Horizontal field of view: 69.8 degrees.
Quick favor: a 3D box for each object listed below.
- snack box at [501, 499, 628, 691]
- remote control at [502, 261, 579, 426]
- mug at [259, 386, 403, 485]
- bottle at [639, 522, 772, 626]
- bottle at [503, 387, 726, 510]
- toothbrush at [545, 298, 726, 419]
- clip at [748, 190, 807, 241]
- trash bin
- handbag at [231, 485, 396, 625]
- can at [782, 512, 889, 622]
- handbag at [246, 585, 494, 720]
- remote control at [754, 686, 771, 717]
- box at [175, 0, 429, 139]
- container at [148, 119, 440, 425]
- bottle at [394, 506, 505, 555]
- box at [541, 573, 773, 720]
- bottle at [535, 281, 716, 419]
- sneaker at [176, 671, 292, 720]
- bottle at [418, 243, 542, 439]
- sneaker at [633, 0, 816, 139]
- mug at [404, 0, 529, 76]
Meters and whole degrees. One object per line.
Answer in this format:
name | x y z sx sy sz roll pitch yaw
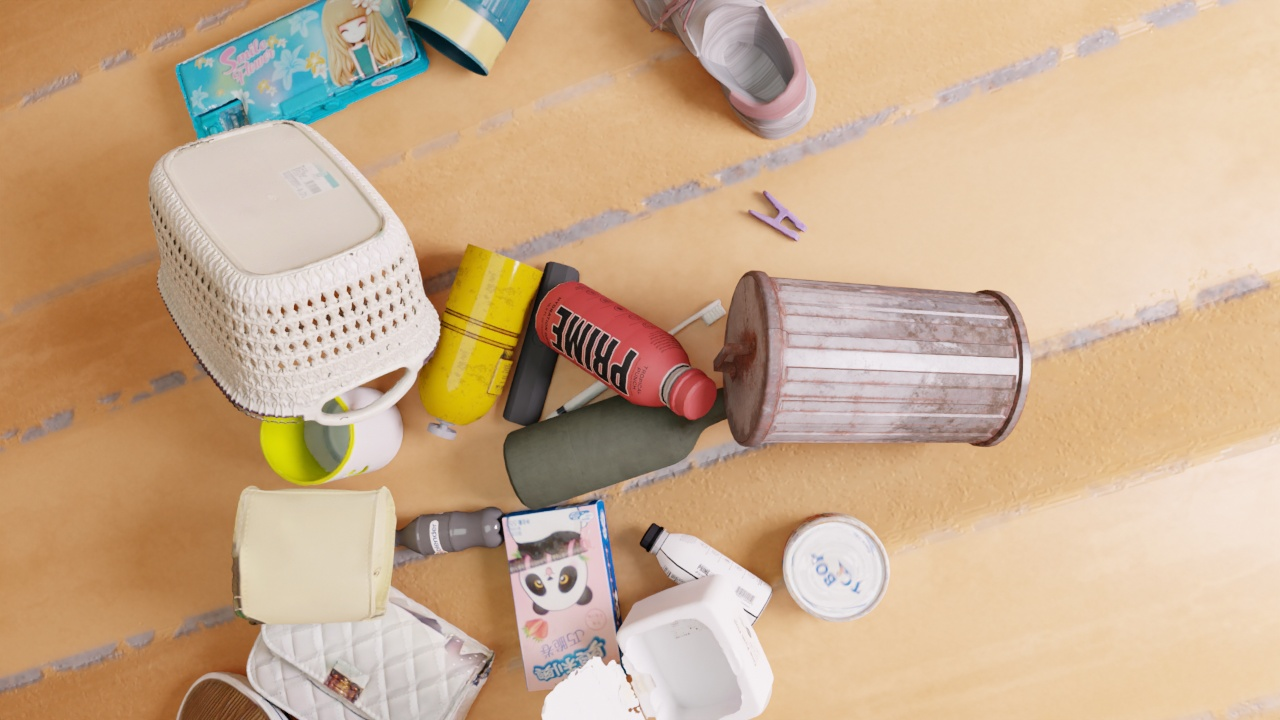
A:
snack box | -0.065 0.204 0.797 0.088 0.033 0.154 -10 87 9
remote control | -0.088 -0.014 0.815 0.033 0.015 0.147 16 91 9
mug | -0.264 0.062 0.795 0.082 0.106 0.082 0 88 9
bottle | 0.053 0.178 0.775 0.116 0.041 0.041 32 93 9
bottle | -0.009 0.063 0.773 0.207 0.071 0.071 -19 85 8
toothbrush | -0.005 0.005 0.804 0.187 0.012 0.017 -35 87 7
clip | 0.118 -0.121 0.788 0.051 0.013 0.033 41 96 5
trash bin | 0.163 0.002 0.693 0.211 0.131 0.131 2 89 -8
handbag | -0.271 0.161 0.761 0.119 0.081 0.111 0 71 -5
can | 0.160 0.170 0.757 0.086 0.043 0.086 -1 87 9
handbag | -0.238 0.267 0.803 0.195 0.072 0.139 28 91 8
remote control | 0.051 0.264 0.785 0.125 0.018 0.038 21 92 10
box | -0.313 -0.271 0.846 0.227 0.039 0.094 -21 85 8
container | -0.281 -0.079 0.738 0.184 0.143 0.251 -27 56 -30
bottle | -0.174 0.153 0.814 0.110 0.036 0.036 -8 87 9
box | 0.010 0.256 0.734 0.189 0.101 0.111 -27 91 0
bottle | -0.011 -0.006 0.740 0.177 0.062 0.062 32 94 40
sneaker | -0.297 0.387 0.810 0.295 0.127 0.120 32 87 28
bottle | -0.145 -0.012 0.797 0.071 0.071 0.164 21 92 9
sneaker | 0.059 -0.292 0.762 0.099 0.089 0.236 -41 83 6
mug | -0.154 -0.324 0.808 0.114 0.083 0.107 32 93 36
